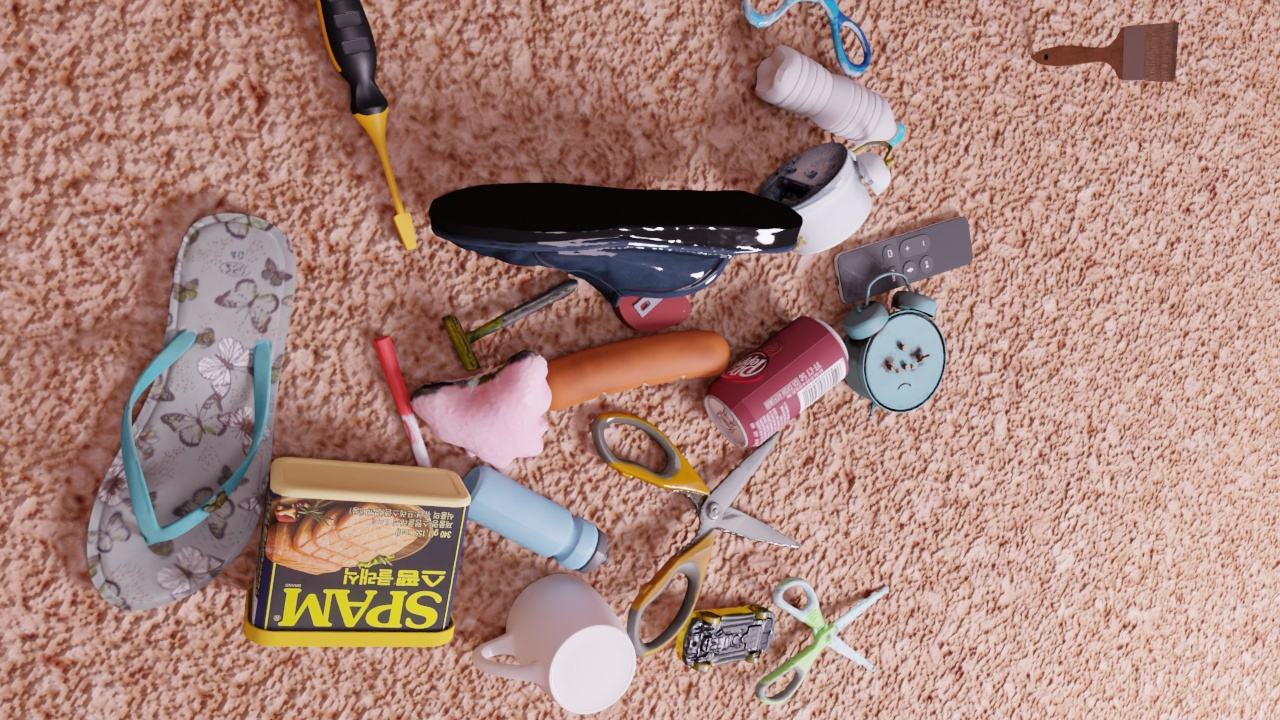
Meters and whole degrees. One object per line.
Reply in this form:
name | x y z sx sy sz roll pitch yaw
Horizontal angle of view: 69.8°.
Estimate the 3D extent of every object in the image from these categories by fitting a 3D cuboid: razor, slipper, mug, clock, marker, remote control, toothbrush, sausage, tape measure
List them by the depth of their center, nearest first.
slipper | -0.277 0.038 0.590 0.098 0.055 0.268 17 90 -27
toothbrush | -0.181 -0.170 0.612 0.031 0.031 0.197 -21 108 -24
slipper | -0.016 -0.074 0.658 0.265 0.109 0.084 -1 118 -17
marker | -0.165 0.050 0.662 0.012 0.013 0.142 -21 106 -20
razor | -0.091 -0.034 0.677 0.105 0.026 0.042 -30 106 -21
mug | -0.066 0.217 0.688 0.114 0.088 0.081 -9 101 -22
sausage | -0.004 0.004 0.708 0.164 0.039 0.045 -11 142 -22
tape measure | 0.008 -0.045 0.718 0.051 0.019 0.059 -43 112 -12
clock | 0.149 -0.138 0.729 0.117 0.083 0.057 -41 117 -1
clock | 0.216 -0.015 0.795 0.090 0.053 0.124 -15 104 -22
remote control | 0.236 -0.090 0.817 0.146 0.008 0.045 -18 105 -20

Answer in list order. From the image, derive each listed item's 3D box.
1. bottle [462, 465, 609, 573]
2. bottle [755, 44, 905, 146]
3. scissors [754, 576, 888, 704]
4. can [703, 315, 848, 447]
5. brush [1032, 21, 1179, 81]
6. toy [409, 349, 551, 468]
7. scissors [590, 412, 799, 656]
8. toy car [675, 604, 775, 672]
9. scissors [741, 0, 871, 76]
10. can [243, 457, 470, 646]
bottle | -0.077 0.124 0.696 0.130 0.040 0.040 33 84 -24
bottle | 0.158 -0.209 0.745 0.136 0.044 0.044 18 91 -25
scissors | 0.165 0.242 0.823 0.171 0.024 0.166 -30 109 -28
can | 0.111 0.017 0.747 0.114 0.063 0.063 -36 110 -16
brush | 0.392 -0.262 0.784 0.008 0.143 0.045 -16 112 -20
toy | -0.104 0.039 0.661 0.102 0.050 0.093 -19 131 11
scissors | 0.038 0.133 0.746 0.225 0.016 0.229 30 73 -22
toy car | 0.074 0.234 0.783 0.106 0.030 0.049 8 94 -38
scissors | 0.145 -0.285 0.734 0.133 0.011 0.140 -41 100 -22
can | -0.189 0.128 0.622 0.135 0.075 0.104 8 100 -23
